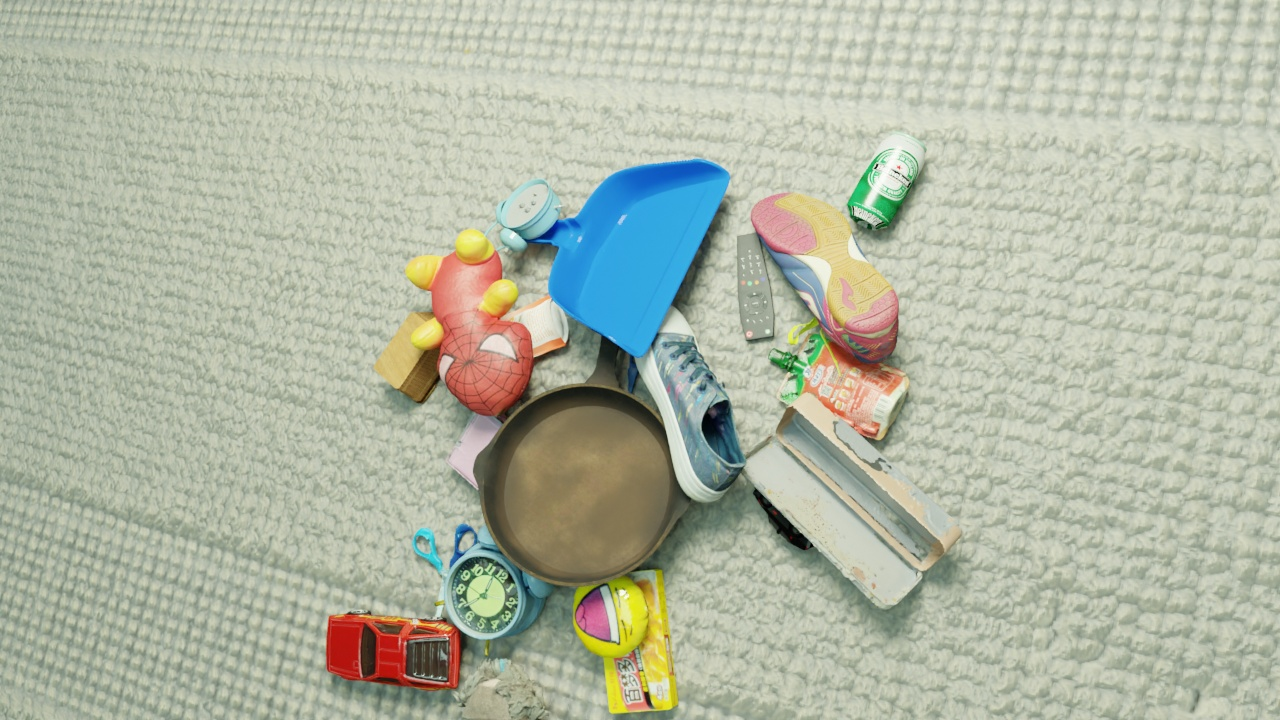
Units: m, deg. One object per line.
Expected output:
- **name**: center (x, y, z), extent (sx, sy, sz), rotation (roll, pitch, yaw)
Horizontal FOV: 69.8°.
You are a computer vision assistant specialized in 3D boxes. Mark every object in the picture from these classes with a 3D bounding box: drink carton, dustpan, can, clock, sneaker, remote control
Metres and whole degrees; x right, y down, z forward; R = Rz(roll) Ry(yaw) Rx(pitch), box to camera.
- **drink carton**: center (-0.152, -0.029, 1.138), extent (0.122, 0.038, 0.069), rotation (-21, 75, 21)
- **dustpan**: center (-0.053, -0.136, 1.088), extent (0.258, 0.059, 0.245), rotation (10, 68, 45)
- **can**: center (0.268, -0.195, 1.003), extent (0.053, 0.053, 0.101), rotation (30, 93, 21)
- **clock**: center (-0.149, -0.174, 1.120), extent (0.123, 0.042, 0.087), rotation (-33, 44, 16)
- **clock**: center (-0.163, 0.256, 1.075), extent (0.118, 0.060, 0.162), rotation (37, 100, 15)
- **sneaker**: center (0.062, 0.033, 1.004), extent (0.079, 0.087, 0.235), rotation (-39, 60, 45)
- **remote control**: center (0.131, -0.085, 1.057), extent (0.039, 0.010, 0.124), rotation (-9, 79, 18)
- **sneaker**: center (0.194, -0.088, 1.004), extent (0.116, 0.091, 0.241), rotation (-28, 52, -2)

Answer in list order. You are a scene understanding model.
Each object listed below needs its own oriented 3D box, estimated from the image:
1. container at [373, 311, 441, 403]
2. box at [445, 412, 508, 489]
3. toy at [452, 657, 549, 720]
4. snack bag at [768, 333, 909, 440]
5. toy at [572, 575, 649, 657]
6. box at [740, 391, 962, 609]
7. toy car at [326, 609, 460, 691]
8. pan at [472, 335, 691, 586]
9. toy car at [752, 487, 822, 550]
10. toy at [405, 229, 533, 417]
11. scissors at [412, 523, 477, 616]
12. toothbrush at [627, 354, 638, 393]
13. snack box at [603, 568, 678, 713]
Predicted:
- **container**: center (-0.282, -0.008, 1.161), extent (0.063, 0.061, 0.114), rotation (37, 95, 20)
- **box**: center (-0.129, 0.153, 1.093), extent (0.233, 0.046, 0.098), rotation (38, 94, 20)
- **toy**: center (-0.149, 0.428, 1.042), extent (0.133, 0.076, 0.175), rotation (-14, 75, 46)
- **snack bag**: center (0.209, 0.023, 1.002), extent (0.155, 0.044, 0.087), rotation (25, 85, 25)
- **toy**: center (-0.034, 0.280, 1.015), extent (0.094, 0.041, 0.095), rotation (-16, 77, 22)
- **box**: center (0.219, 0.135, 0.950), extent (0.216, 0.094, 0.108), rotation (44, 127, 20)
- **toy car**: center (-0.303, 0.353, 1.117), extent (0.190, 0.056, 0.081), rotation (-1, 84, 22)
- **pan**: center (-0.052, 0.080, 1.050), extent (0.249, 0.043, 0.355), rotation (8, 72, 11)
- **toy car**: center (0.157, 0.167, 0.994), extent (0.091, 0.042, 0.036), rotation (45, 124, 21)
- **toy**: center (-0.193, -0.038, 1.085), extent (0.148, 0.098, 0.216), rotation (-23, 82, 31)
- **scissors**: center (-0.230, 0.260, 1.129), extent (0.103, 0.015, 0.133), rotation (-24, 76, 13)
- **toothbrush**: center (-0.007, 0.006, 1.088), extent (0.021, 0.016, 0.132), rotation (12, 86, 17)
- **snack box**: center (-0.005, 0.316, 1.035), extent (0.075, 0.025, 0.152), rotation (-11, 78, 18)
